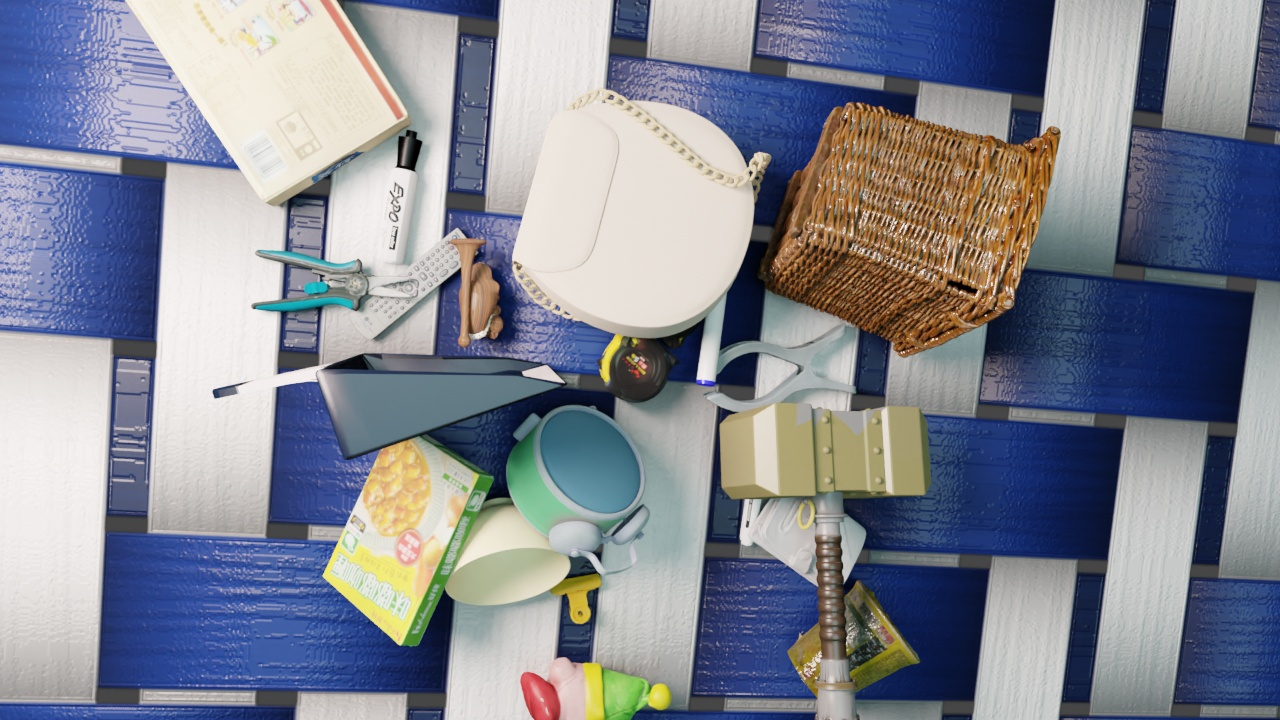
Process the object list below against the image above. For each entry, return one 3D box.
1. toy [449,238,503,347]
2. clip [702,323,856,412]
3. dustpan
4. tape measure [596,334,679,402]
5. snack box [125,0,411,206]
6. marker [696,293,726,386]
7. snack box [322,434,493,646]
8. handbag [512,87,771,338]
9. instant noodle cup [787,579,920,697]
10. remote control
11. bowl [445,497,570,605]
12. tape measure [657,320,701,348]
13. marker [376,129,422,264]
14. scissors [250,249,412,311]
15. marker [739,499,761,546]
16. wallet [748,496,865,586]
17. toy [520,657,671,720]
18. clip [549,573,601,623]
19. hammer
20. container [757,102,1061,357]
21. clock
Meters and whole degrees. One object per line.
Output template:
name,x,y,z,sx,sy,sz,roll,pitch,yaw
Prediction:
toy,-0.156,-0.063,0.875,0.042,0.054,0.102,4,93,27
clip,0.144,0.027,0.946,0.163,0.028,0.108,-13,97,-7
dustpan,-0.213,0.018,0.778,0.273,0.236,0.080,-19,96,-8
tape measure,-0.005,0.005,0.912,0.071,0.042,0.072,42,83,-11
snack box,-0.329,-0.268,0.826,0.153,0.055,0.207,-33,99,-5
marker,0.073,-0.045,0.918,0.020,0.020,0.141,10,81,-10
snack box,-0.218,0.156,0.852,0.027,0.132,0.168,24,91,-54
handbag,-0.002,-0.132,0.850,0.208,0.103,0.210,14,82,1
instant noodle cup,0.217,0.300,0.952,0.108,0.102,0.102,-37,100,4
remote control,-0.218,-0.073,0.882,0.136,0.013,0.033,-40,99,-4
bowl,-0.132,0.175,0.882,0.118,0.118,0.074,-10,54,-9
tape measure,0.032,-0.052,0.914,0.062,0.038,0.067,-45,99,-4
marker,-0.227,-0.155,0.869,0.025,0.025,0.126,10,93,-10
scissors,-0.298,-0.071,0.862,0.149,0.019,0.122,-35,90,-5
marker,0.118,0.127,0.955,0.020,0.017,0.133,10,94,26
wallet,0.178,0.180,0.953,0.116,0.032,0.086,33,76,-15
toy,-0.043,0.351,0.913,0.131,0.097,0.124,-14,104,-28
clip,-0.063,0.243,0.927,0.053,0.035,0.046,-8,88,-10
hammer,0.183,0.210,0.878,0.190,0.101,0.324,2,80,-19
container,0.224,-0.120,0.838,0.183,0.250,0.162,20,80,0
clock,-0.054,0.126,0.862,0.121,0.076,0.161,-5,60,-43
